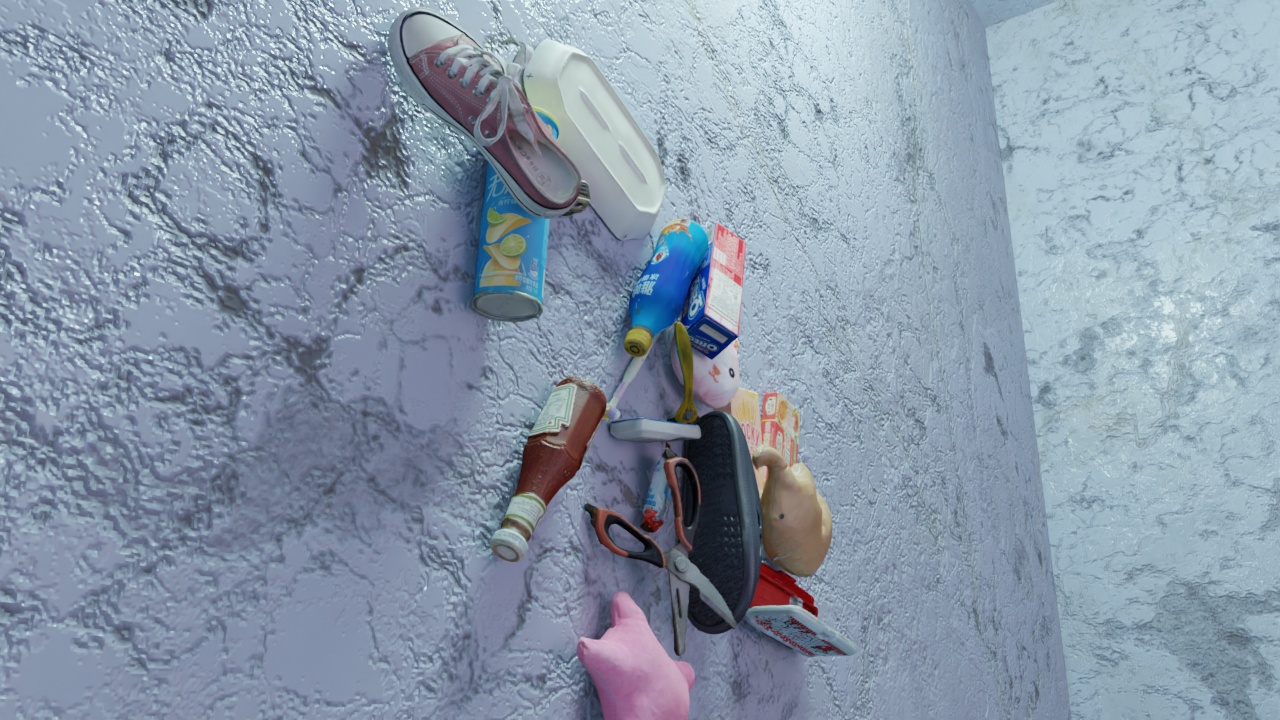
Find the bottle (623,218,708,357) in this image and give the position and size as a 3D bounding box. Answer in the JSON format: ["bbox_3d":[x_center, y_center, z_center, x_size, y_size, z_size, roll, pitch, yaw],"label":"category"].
[{"bbox_3d":[0.027,-0.088,1.121,0.065,0.065,0.218,55,40,-30],"label":"bottle"}]

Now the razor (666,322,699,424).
[{"bbox_3d":[0.052,0.018,1.114,0.043,0.028,0.133,-13,111,-25],"label":"razor"}]

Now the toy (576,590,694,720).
[{"bbox_3d":[-0.006,0.335,0.927,0.194,0.075,0.178,54,29,-26],"label":"toy"}]

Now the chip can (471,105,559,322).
[{"bbox_3d":[-0.124,-0.148,0.916,0.071,0.071,0.210,28,58,-49],"label":"chip can"}]

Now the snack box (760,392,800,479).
[{"bbox_3d":[0.202,0.129,1.342,0.075,0.026,0.152,40,49,-43],"label":"snack box"}]

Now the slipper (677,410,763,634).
[{"bbox_3d":[0.109,0.193,1.104,0.083,0.111,0.267,24,55,-39],"label":"slipper"}]

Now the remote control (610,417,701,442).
[{"bbox_3d":[0.018,0.083,1.069,0.124,0.049,0.024,11,73,-53],"label":"remote control"}]

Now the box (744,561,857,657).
[{"bbox_3d":[0.210,0.329,1.226,0.201,0.100,0.094,40,49,-43],"label":"box"}]

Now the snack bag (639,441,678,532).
[{"bbox_3d":[0.023,0.149,1.053,0.045,0.026,0.105,51,52,-57],"label":"snack bag"}]

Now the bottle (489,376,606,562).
[{"bbox_3d":[-0.090,0.104,0.897,0.060,0.060,0.205,54,40,-30],"label":"bottle"}]

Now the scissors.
[{"bbox_3d":[0.036,0.205,1.006,0.225,0.015,0.188,40,58,-11],"label":"scissors"}]

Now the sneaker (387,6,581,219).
[{"bbox_3d":[-0.137,-0.242,0.852,0.118,0.088,0.241,-41,92,-29],"label":"sneaker"}]

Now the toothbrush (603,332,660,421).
[{"bbox_3d":[-0.006,0.006,1.085,0.189,0.029,0.020,-59,169,-47],"label":"toothbrush"}]

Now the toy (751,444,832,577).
[{"bbox_3d":[0.201,0.206,1.235,0.226,0.083,0.143,56,38,-46],"label":"toy"}]

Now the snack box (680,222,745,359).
[{"bbox_3d":[0.094,-0.093,1.185,0.058,0.057,0.207,33,38,-18],"label":"snack box"}]

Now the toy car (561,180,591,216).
[{"bbox_3d":[-0.092,-0.187,1.008,0.090,0.035,0.042,0,78,-53],"label":"toy car"}]

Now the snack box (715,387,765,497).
[{"bbox_3d":[0.136,0.115,1.249,0.084,0.026,0.157,17,67,-53],"label":"snack box"}]

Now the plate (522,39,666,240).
[{"bbox_3d":[-0.042,-0.266,1.105,0.266,0.034,0.161,51,42,-34],"label":"plate"}]

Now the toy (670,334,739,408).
[{"bbox_3d":[0.089,-0.011,1.201,0.121,0.054,0.159,50,35,-22],"label":"toy"}]
